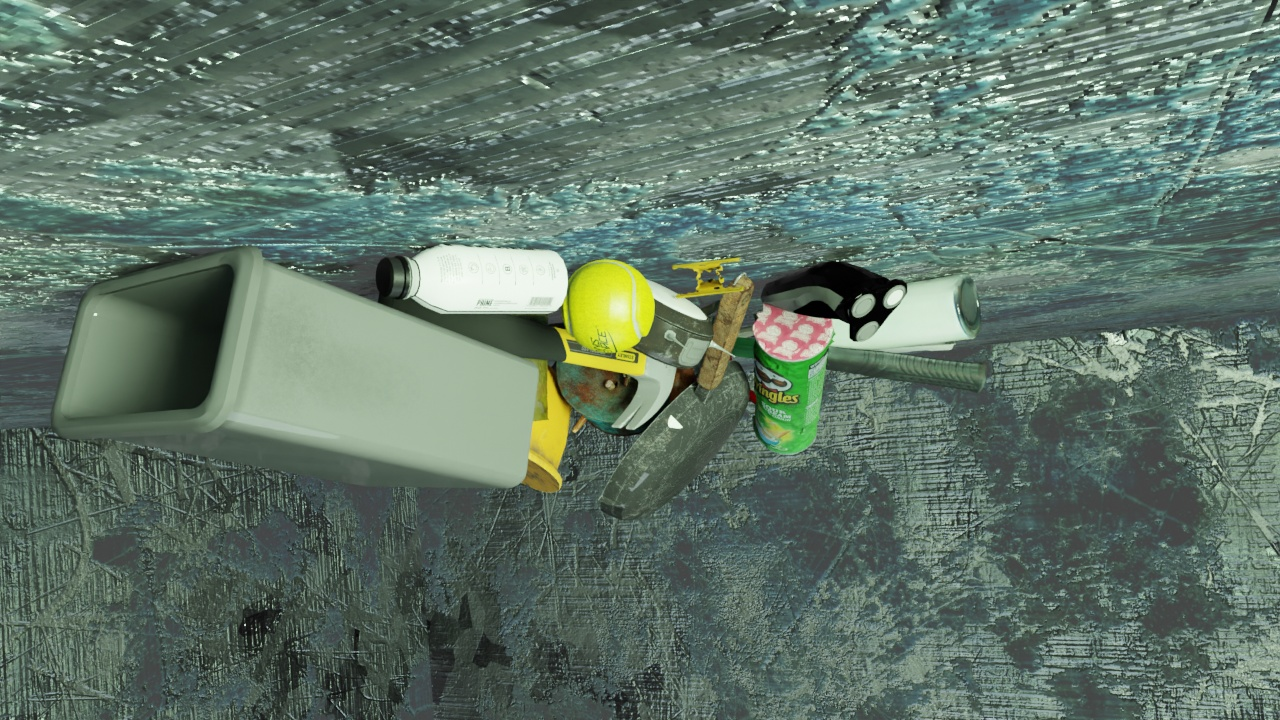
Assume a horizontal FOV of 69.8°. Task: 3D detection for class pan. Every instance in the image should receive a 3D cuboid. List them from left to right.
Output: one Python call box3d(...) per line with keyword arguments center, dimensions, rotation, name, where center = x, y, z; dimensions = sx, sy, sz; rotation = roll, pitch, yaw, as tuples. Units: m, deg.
box3d(center=(0.056, 0.043, 0.857), dimensions=(0.207, 0.040, 0.358), rotation=(-37, 161, -31), name="pan")

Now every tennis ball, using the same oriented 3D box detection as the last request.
box3d(center=(-0.023, -0.038, 0.644), dimensions=(0.065, 0.065, 0.065), rotation=(-5, 177, 0), name="tennis ball")

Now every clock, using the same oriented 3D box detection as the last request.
box3d(center=(-0.005, 0.005, 0.914), dimensions=(0.158, 0.121, 0.073), rotation=(-19, 153, 10), name="clock")
box3d(center=(0.010, -0.036, 0.718), dimensions=(0.123, 0.044, 0.091), rotation=(37, -164, 32), name="clock")

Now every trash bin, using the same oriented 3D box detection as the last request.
box3d(center=(-0.207, 0.020, 0.580), dimensions=(0.192, 0.097, 0.219), rotation=(-5, 162, 36), name="trash bin")

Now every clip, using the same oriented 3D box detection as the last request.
box3d(center=(0.052, -0.061, 0.699), dimensions=(0.054, 0.046, 0.048), rotation=(-7, 152, 9), name="clip")
box3d(center=(0.297, -0.037, 1.074), dimensions=(0.127, 0.110, 0.151), rotation=(-3, 167, 9), name="clip")

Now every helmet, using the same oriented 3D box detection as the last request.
box3d(center=(-0.169, 0.031, 0.962), dimensions=(0.256, 0.131, 0.205), rotation=(15, 158, 30), name="helmet")

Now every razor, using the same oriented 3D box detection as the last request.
box3d(center=(0.149, -0.055, 0.758), dimensions=(0.057, 0.060, 0.156), rotation=(-16, -159, -22), name="razor")

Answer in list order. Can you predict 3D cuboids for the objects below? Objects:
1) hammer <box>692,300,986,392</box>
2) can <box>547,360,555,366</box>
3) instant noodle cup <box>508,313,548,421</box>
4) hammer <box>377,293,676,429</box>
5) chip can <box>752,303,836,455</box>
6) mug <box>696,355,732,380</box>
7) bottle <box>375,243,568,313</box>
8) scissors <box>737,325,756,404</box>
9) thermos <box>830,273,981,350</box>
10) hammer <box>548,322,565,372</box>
box3d(center=(0.193, -0.003, 0.962), dimensions=(0.319, 0.032, 0.130), rotation=(8, 152, 13), name="hammer")
box3d(center=(-0.122, 0.005, 1.203), dimensions=(0.127, 0.064, 0.064), rotation=(-3, 176, -35), name="can")
box3d(center=(-0.119, 0.001, 0.776), dimensions=(0.102, 0.108, 0.102), rotation=(-8, 177, -1), name="instant noodle cup")
box3d(center=(-0.073, -0.014, 0.741), dimensions=(0.029, 0.127, 0.323), rotation=(3, 175, 39), name="hammer")
box3d(center=(0.148, 0.021, 0.914), dimensions=(0.075, 0.075, 0.223), rotation=(-5, 151, 4), name="chip can")
box3d(center=(0.061, -0.010, 1.130), dimensions=(0.096, 0.080, 0.116), rotation=(-5, 170, -1), name="mug")
box3d(center=(-0.101, -0.049, 0.552), dimensions=(0.115, 0.041, 0.041), rotation=(-2, 176, -40), name="bottle")
box3d(center=(0.094, -0.008, 1.217), dimensions=(0.199, 0.015, 0.178), rotation=(31, -125, 26), name="scissors")
box3d(center=(0.236, -0.041, 0.973), dimensions=(0.231, 0.068, 0.067), rotation=(-7, 176, 37), name="thermos")
box3d(center=(-0.110, 0.026, 1.147), dimensions=(0.094, 0.015, 0.326), rotation=(-6, 159, -24), name="hammer")
